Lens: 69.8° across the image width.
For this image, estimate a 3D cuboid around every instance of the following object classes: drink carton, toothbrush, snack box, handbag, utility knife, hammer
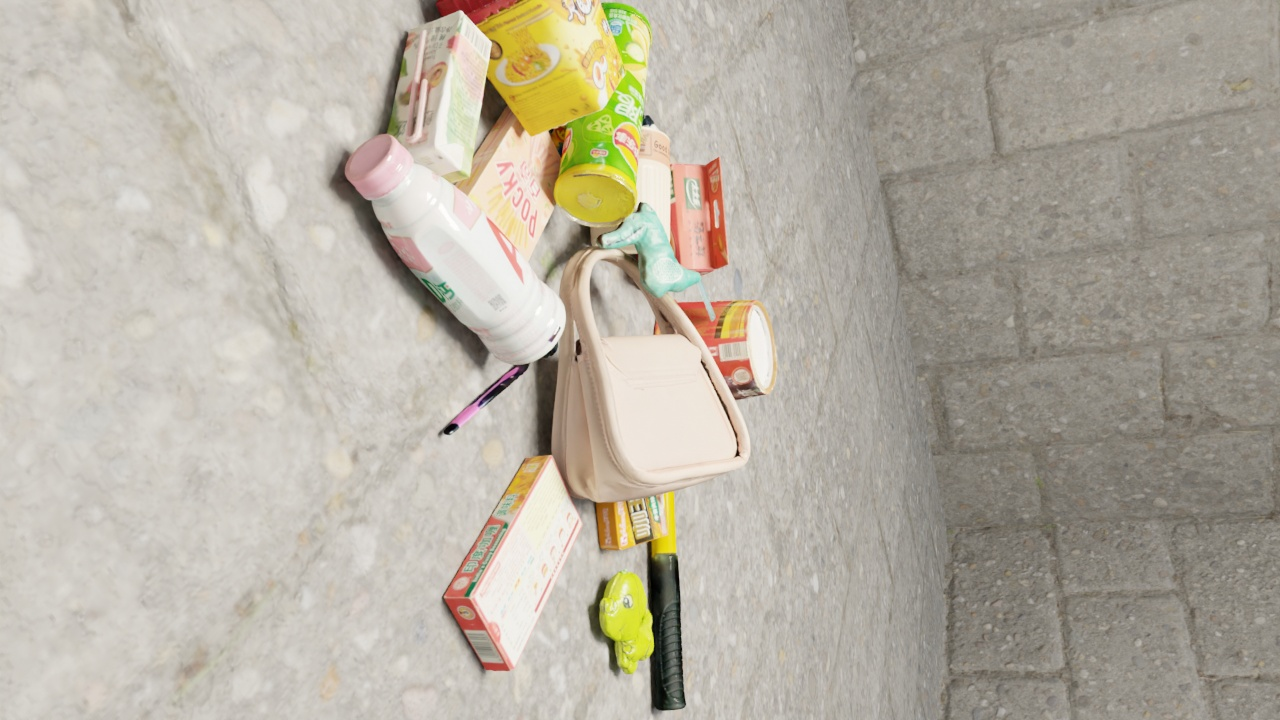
[{"bbox_3d":[-0.144,-0.183,0.648,0.045,0.054,0.122,40,49,-52],"label":"drink carton"},{"bbox_3d":[-0.106,0.017,0.730,0.188,0.014,0.018,-50,138,-58],"label":"toothbrush"},{"bbox_3d":[-0.106,-0.140,0.755,0.156,0.026,0.084,-73,146,-43],"label":"snack box"},{"bbox_3d":[-0.092,0.151,0.706,0.155,0.027,0.077,-63,139,-52],"label":"snack box"},{"bbox_3d":[-0.005,0.005,0.827,0.193,0.094,0.234,-3,77,-52],"label":"handbag"},{"bbox_3d":[0.047,-0.135,1.039,0.033,0.015,0.216,17,50,-55],"label":"utility knife"},{"bbox_3d":[-0.013,0.098,0.877,0.075,0.026,0.153,-4,88,-52],"label":"snack box"},{"bbox_3d":[0.038,-0.141,0.960,0.044,0.127,0.113,-2,84,-25],"label":"snack box"},{"bbox_3d":[0.025,0.203,0.951,0.128,0.033,0.300,21,64,-62],"label":"hammer"}]

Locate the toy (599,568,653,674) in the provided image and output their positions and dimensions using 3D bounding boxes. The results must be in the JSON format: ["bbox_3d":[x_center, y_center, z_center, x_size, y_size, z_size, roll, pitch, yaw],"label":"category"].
[{"bbox_3d":[-0.012,0.241,0.858,0.096,0.031,0.100,-14,101,-66],"label":"toy"}]

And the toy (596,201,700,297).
[{"bbox_3d":[0.006,-0.101,0.842,0.096,0.030,0.092,-21,88,-37],"label":"toy"}]

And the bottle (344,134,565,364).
[{"bbox_3d":[-0.127,-0.075,0.645,0.197,0.068,0.068,52,39,-45],"label":"bottle"}]

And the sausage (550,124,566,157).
[{"bbox_3d":[-0.073,-0.235,0.859,0.021,0.021,0.165,27,59,-62],"label":"sausage"}]

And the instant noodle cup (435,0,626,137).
[{"bbox_3d":[-0.078,-0.256,0.725,0.124,0.116,0.116,59,32,-30],"label":"instant noodle cup"}]

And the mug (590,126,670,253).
[{"bbox_3d":[-0.023,-0.168,0.897,0.114,0.082,0.106,6,79,-38],"label":"mug"}]

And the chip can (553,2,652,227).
[{"bbox_3d":[-0.031,-0.228,0.830,0.072,0.073,0.220,50,37,-51],"label":"chip can"}]

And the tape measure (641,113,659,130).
[{"bbox_3d":[0.006,-0.230,1.021,0.066,0.034,0.065,48,40,-50],"label":"tape measure"}]

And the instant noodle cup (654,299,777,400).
[{"bbox_3d":[0.091,-0.008,1.061,0.137,0.109,0.138,-6,90,-66],"label":"instant noodle cup"}]
